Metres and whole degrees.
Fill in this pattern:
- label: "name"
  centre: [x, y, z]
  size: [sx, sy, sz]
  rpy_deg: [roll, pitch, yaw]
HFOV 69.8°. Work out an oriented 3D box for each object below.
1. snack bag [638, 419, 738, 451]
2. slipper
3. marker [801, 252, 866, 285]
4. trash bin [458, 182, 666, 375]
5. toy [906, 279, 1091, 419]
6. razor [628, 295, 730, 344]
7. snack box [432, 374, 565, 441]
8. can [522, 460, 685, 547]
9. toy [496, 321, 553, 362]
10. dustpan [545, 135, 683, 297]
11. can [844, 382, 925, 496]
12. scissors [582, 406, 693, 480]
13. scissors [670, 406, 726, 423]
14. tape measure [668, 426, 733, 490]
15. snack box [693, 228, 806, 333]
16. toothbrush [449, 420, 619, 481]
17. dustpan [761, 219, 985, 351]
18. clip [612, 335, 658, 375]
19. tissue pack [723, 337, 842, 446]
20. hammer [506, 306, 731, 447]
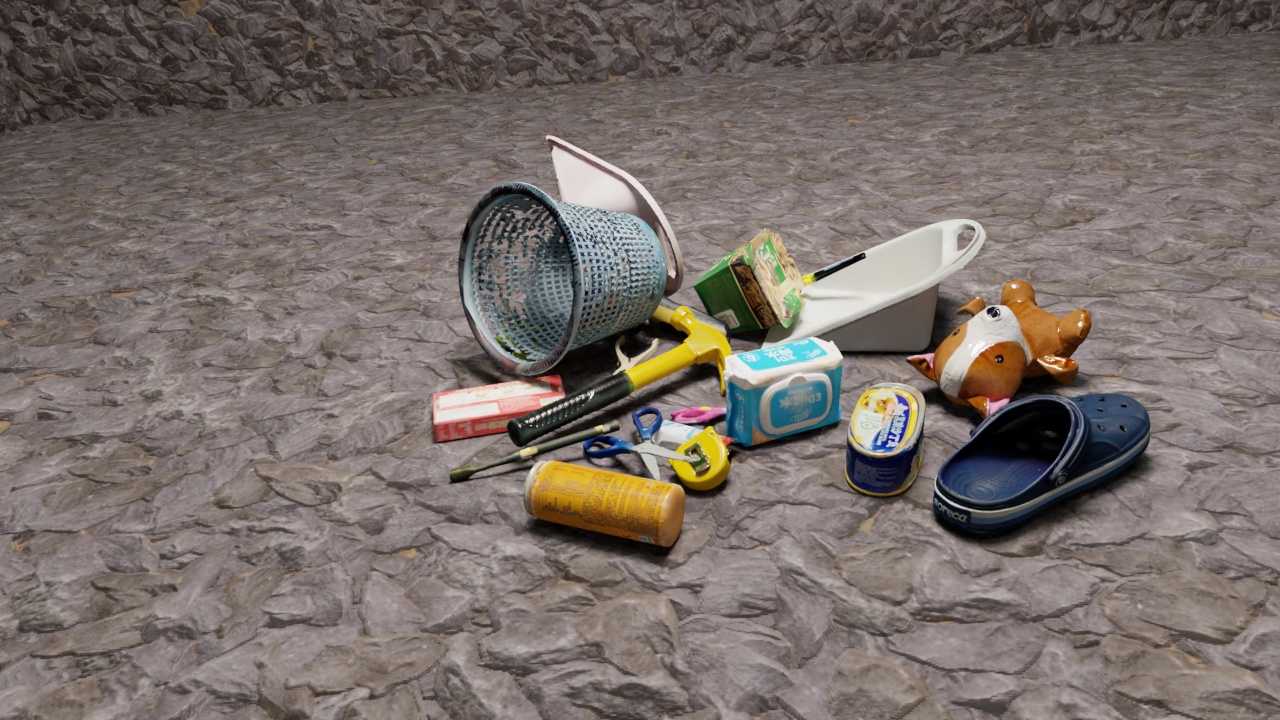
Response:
- label: "snack bag"
  centre: [0.050, 0.084, 0.978]
  size: [0.104, 0.026, 0.048]
  rpy_deg: [15, 29, 32]
- label: "slipper"
  centre: [0.377, 0.077, 0.873]
  size: [0.252, 0.095, 0.105]
  rpy_deg: [-22, 35, -23]
- label: "marker"
  centre: [0.253, -0.121, 1.269]
  size: [0.124, 0.015, 0.018]
  rpy_deg: [-24, 20, 22]
- label: "trash bin"
  centre: [-0.082, -0.105, 1.142]
  size: [0.227, 0.227, 0.194]
  rpy_deg: [22, 22, 40]
- label: "toy"
  centre: [0.403, -0.014, 1.022]
  size: [0.199, 0.131, 0.140]
  rpy_deg: [-27, 40, -20]
- label: "razor"
  centre: [0.046, -0.051, 1.220]
  size: [0.168, 0.062, 0.067]
  rpy_deg: [21, 66, 30]
- label: "snack box"
  centre: [-0.163, 0.054, 1.066]
  size: [0.153, 0.025, 0.075]
  rpy_deg: [-9, 27, -9]
- label: "can"
  centre: [-0.034, 0.133, 0.862]
  size: [0.146, 0.058, 0.058]
  rpy_deg: [8, 30, 23]
- label: "toy"
  centre: [-0.144, -0.025, 1.210]
  size: [0.096, 0.031, 0.100]
  rpy_deg: [-1, 31, -1]
- label: "dustpan"
  centre: [-0.031, -0.200, 1.342]
  size: [0.139, 0.223, 0.273]
  rpy_deg: [-17, 41, 2]
- label: "can"
  centre: [0.250, 0.077, 0.935]
  size: [0.075, 0.049, 0.147]
  rpy_deg: [8, 30, 21]
- label: "scissors"
  centre: [-0.006, 0.090, 0.943]
  size: [0.155, 0.012, 0.165]
  rpy_deg: [-16, 21, 19]
- label: "scissors"
  centre: [0.099, 0.056, 1.035]
  size: [0.133, 0.017, 0.054]
  rpy_deg: [-8, 11, -13]
- label: "tape measure"
  centre: [0.061, 0.100, 0.919]
  size: [0.060, 0.029, 0.057]
  rpy_deg: [-34, 49, 0]
- label: "snack box"
  centre: [0.140, -0.095, 1.212]
  size: [0.106, 0.118, 0.117]
  rpy_deg: [-22, 14, 36]
- label: "toothbrush"
  centre: [-0.111, 0.095, 0.971]
  size: [0.185, 0.012, 0.017]
  rpy_deg: [-17, 18, -6]
- label: "dustpan"
  centre: [0.302, -0.110, 1.190]
  size: [0.258, 0.143, 0.222]
  rpy_deg: [6, 29, 16]
- label: "clip"
  centre: [-0.001, 0.006, 1.127]
  size: [0.094, 0.035, 0.102]
  rpy_deg: [-7, 32, -2]
- label: "tissue pack"
  centre: [0.152, 0.035, 0.987]
  size: [0.140, 0.090, 0.063]
  rpy_deg: [-12, 28, -16]
- label: "hammer"
  centre: [-0.017, 0.027, 1.052]
  size: [0.299, 0.033, 0.129]
  rpy_deg: [-24, 52, -31]
